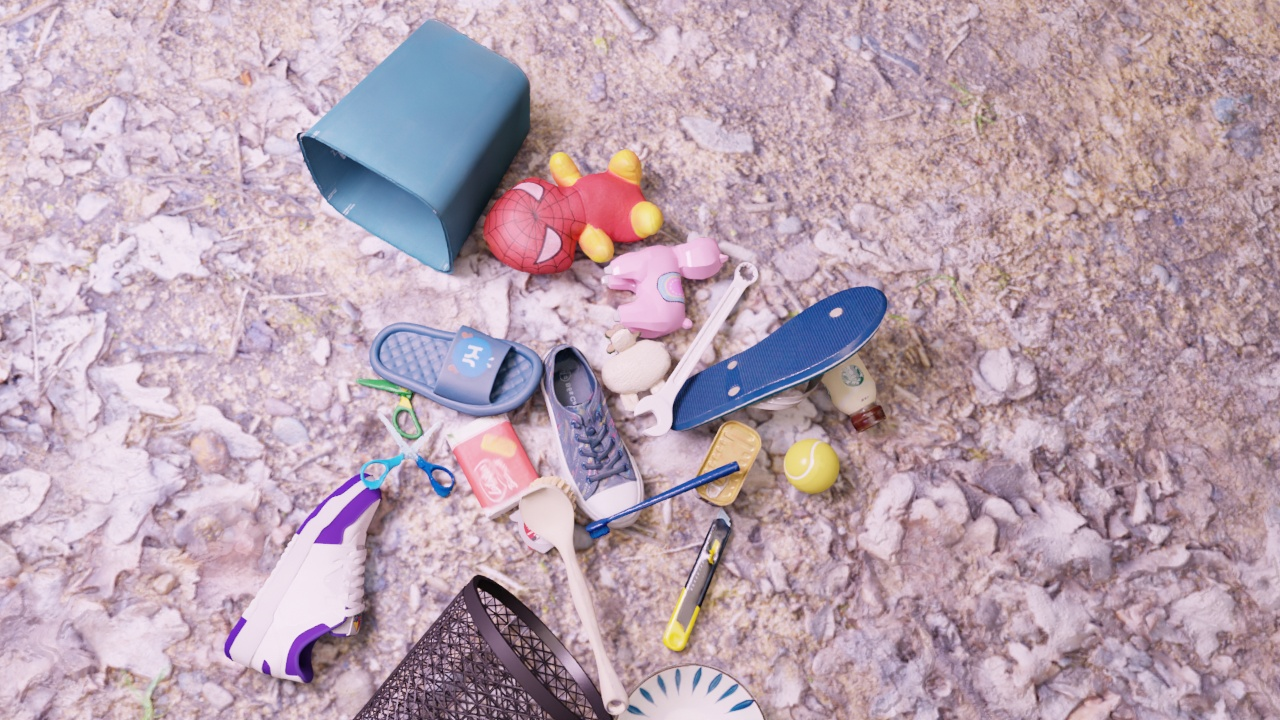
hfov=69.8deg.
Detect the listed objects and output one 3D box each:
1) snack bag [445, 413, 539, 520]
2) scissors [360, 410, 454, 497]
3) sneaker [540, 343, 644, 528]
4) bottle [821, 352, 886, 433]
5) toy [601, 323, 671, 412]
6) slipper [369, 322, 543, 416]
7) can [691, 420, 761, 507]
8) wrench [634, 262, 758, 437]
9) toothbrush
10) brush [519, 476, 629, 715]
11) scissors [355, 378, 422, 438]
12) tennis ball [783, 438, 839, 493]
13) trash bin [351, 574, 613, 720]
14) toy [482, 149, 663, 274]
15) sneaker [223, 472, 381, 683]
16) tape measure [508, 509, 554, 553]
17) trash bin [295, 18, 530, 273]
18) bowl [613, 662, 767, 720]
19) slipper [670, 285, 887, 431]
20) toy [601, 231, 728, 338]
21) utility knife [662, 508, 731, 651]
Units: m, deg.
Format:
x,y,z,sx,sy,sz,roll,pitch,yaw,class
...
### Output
x,y,z,sx,sy,sz,roll,pitch,yaw,class
-0.172,0.121,1.089,0.077,0.036,0.116,-28,80,-9,snack bag
-0.269,0.115,1.072,0.133,0.014,0.127,49,48,-16,scissors
-0.063,0.086,1.081,0.087,0.079,0.235,-21,79,-8,sneaker
0.245,0.009,1.127,0.056,0.056,0.162,-26,80,-9,bottle
-0.007,0.006,1.114,0.087,0.050,0.112,-26,94,1,toy
-0.222,0.005,1.087,0.214,0.059,0.103,12,67,8,slipper
0.100,0.125,1.092,0.054,0.059,0.099,28,77,3,can
0.073,-0.019,1.118,0.047,0.009,0.272,37,65,-5,wrench
0.026,0.160,1.050,0.190,0.016,0.017,-24,105,2,toothbrush
-0.068,0.255,1.015,0.062,0.077,0.272,-29,72,23,brush
-0.279,0.032,1.117,0.127,0.011,0.125,-20,78,-10,scissors
0.204,0.126,1.094,0.065,0.065,0.065,1,77,-3,tennis ball
-0.188,0.388,0.949,0.243,0.217,0.217,-43,83,-5,trash bin
-0.088,-0.175,1.131,0.216,0.099,0.147,-18,68,-8,toy
-0.347,0.249,1.027,0.111,0.092,0.244,32,79,0,sneaker
-0.115,0.192,1.084,0.060,0.020,0.062,-32,81,-10,tape measure
-0.253,-0.262,1.103,0.199,0.197,0.218,30,71,3,trash bin
0.052,0.424,1.015,0.177,0.071,0.177,1,77,-3,bowl
0.162,0.015,1.074,0.295,0.118,0.060,-29,118,17,slipper
0.033,-0.095,1.136,0.157,0.067,0.123,-10,79,-10,toy
0.070,0.257,1.081,0.029,0.020,0.174,24,76,0,utility knife
